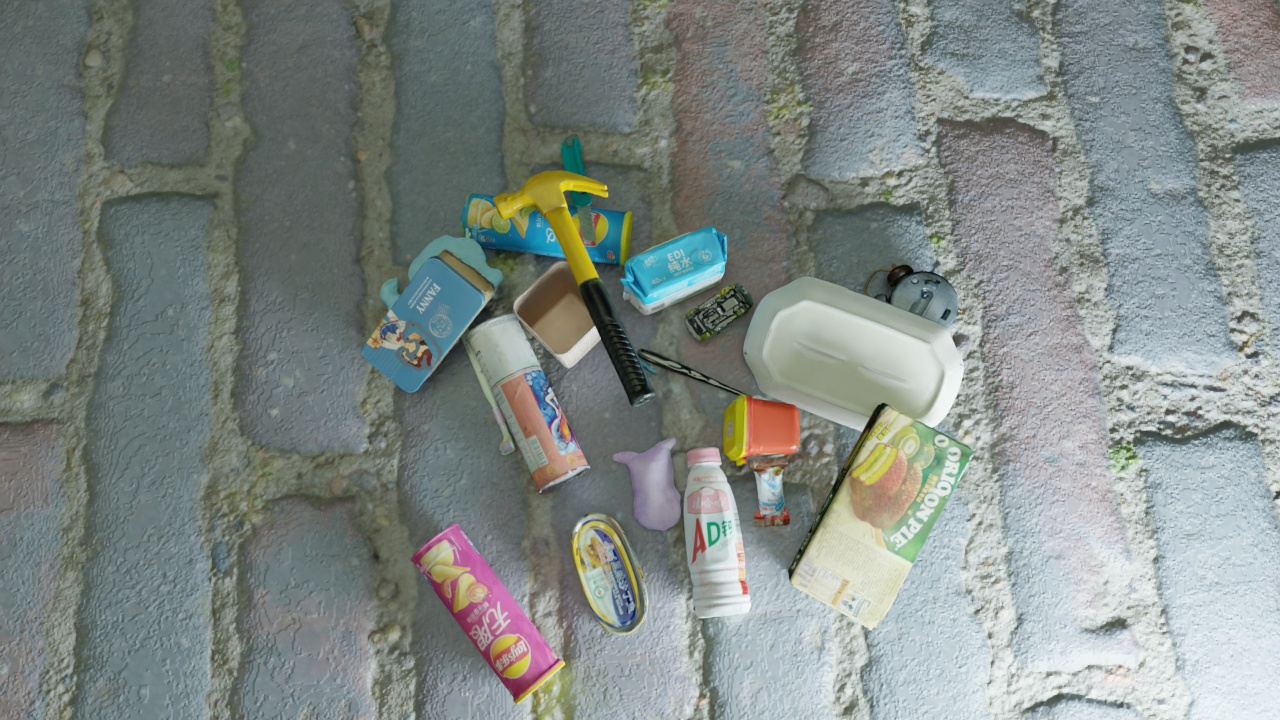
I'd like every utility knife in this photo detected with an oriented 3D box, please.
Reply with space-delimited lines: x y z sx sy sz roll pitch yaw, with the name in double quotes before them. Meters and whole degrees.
"utility knife" -0.078 -0.223 1.164 0.029 0.013 0.215 -14 51 0

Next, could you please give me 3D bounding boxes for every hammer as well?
"hammer" -0.057 -0.088 1.059 0.128 0.033 0.300 -24 78 -4

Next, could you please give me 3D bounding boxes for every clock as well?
"clock" 0.339 -0.073 1.151 0.122 0.055 0.082 31 82 8

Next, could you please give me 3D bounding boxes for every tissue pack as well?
"tissue pack" 0.042 -0.113 1.147 0.140 0.090 0.063 -23 79 -4

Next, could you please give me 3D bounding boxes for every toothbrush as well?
"toothbrush" -0.198 0.029 1.159 0.020 0.029 0.189 -10 73 -45
"toothbrush" 0.079 0.022 1.157 0.181 0.018 0.015 22 82 7

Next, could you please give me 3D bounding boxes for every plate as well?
"plate" 0.258 0.001 1.118 0.266 0.034 0.162 22 102 6

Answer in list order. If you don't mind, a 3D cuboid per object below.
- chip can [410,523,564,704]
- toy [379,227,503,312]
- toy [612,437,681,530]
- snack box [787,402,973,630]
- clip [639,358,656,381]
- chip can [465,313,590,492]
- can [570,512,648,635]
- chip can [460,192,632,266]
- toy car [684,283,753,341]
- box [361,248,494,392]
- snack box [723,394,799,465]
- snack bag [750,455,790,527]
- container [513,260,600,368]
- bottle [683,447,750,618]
"chip can" -0.180 0.294 1.076 0.071 0.071 0.210 -38 80 -7
"toy" -0.251 -0.094 1.155 0.161 0.049 0.156 14 103 12
"toy" 0.013 0.155 1.119 0.084 0.039 0.108 -15 81 16
"snack box" 0.276 0.179 1.072 0.114 0.063 0.240 27 92 6
"clip" -0.006 0.007 1.162 0.056 0.014 0.042 36 81 10
"chip can" -0.139 0.052 1.126 0.071 0.071 0.214 -26 79 -4
"can" -0.038 0.253 1.093 0.074 0.049 0.148 -19 78 -3
"chip can" -0.118 -0.168 1.171 0.210 0.071 0.071 8 78 3
"toy car" 0.099 -0.060 1.162 0.091 0.036 0.043 -33 81 -7
"box" -0.252 -0.052 1.110 0.090 0.061 0.185 37 114 -5
"snack box" 0.146 0.086 1.106 0.080 0.091 0.082 5 78 -5
"snack bag" 0.156 0.158 1.100 0.048 0.104 0.026 -7 36 -1
"container" -0.092 -0.051 1.126 0.090 0.111 0.090 44 82 9
"bottle" 0.085 0.203 1.094 0.068 0.068 0.196 -7 75 -1
